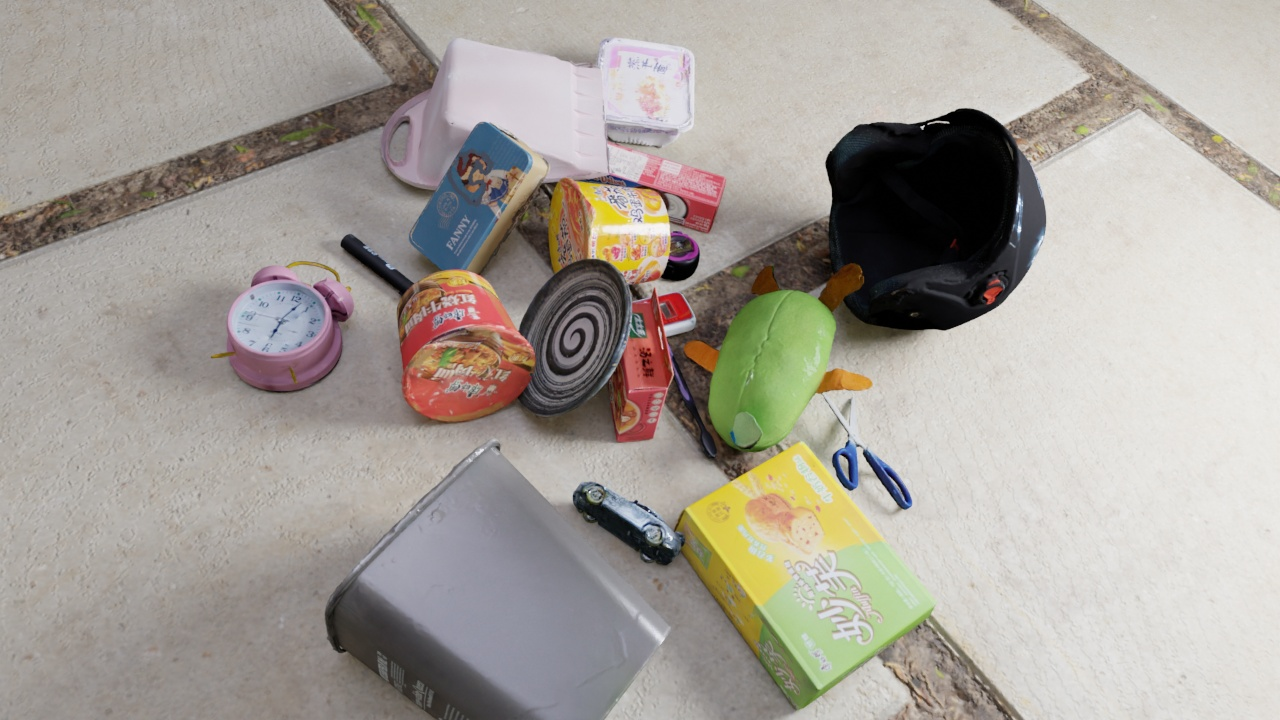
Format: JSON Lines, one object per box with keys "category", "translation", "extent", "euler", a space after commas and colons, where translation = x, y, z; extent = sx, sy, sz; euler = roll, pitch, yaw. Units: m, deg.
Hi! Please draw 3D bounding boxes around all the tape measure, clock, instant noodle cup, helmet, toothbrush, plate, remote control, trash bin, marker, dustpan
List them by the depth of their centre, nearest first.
{"category": "trash bin", "translation": [-0.114, 0.224, 0.769], "extent": [0.220, 0.199, 0.198], "euler": [39, 59, 9]}
{"category": "instant noodle cup", "translation": [-0.190, -0.019, 0.960], "extent": [0.137, 0.138, 0.108], "euler": [-13, 50, -18]}
{"category": "plate", "translation": [-0.070, -0.023, 0.969], "extent": [0.024, 0.180, 0.179], "euler": [26, 43, -41]}
{"category": "clock", "translation": [-0.375, -0.045, 0.984], "extent": [0.117, 0.060, 0.158], "euler": [15, 53, 0]}
{"category": "toothbrush", "translation": [0.048, 0.033, 1.032], "extent": [0.014, 0.017, 0.188], "euler": [-9, 54, -19]}
{"category": "helmet", "translation": [0.344, -0.154, 1.057], "extent": [0.229, 0.276, 0.233], "euler": [9, 60, -37]}
{"category": "marker", "translation": [-0.296, -0.103, 1.063], "extent": [0.132, 0.020, 0.022], "euler": [37, 87, 15]}
{"category": "remote control", "translation": [-0.005, -0.045, 1.066], "extent": [0.135, 0.020, 0.055], "euler": [-14, 55, -16]}
{"category": "instant noodle cup", "translation": [-0.035, -0.144, 1.071], "extent": [0.109, 0.138, 0.138], "euler": [-5, 56, -22]}
{"category": "tape measure", "translation": [0.044, -0.129, 1.124], "extent": [0.057, 0.039, 0.057], "euler": [-10, 57, -16]}
{"category": "dustpan", "translation": [-0.185, -0.298, 1.184], "extent": [0.273, 0.139, 0.222], "euler": [13, 49, -18]}
{"category": "instant noodle cup", "translation": [0.002, -0.364, 1.269], "extent": [0.138, 0.060, 0.173], "euler": [6, 54, -5]}

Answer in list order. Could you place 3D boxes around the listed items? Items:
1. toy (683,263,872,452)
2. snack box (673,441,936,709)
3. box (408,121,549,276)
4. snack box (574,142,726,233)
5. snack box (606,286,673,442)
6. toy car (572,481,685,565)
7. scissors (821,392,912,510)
{"category": "toy", "translation": [0.148, -0.004, 1.011], "extent": [0.227, 0.090, 0.246], "euler": [10, 63, 36]}
{"category": "snack box", "translation": [0.156, 0.202, 0.895], "extent": [0.157, 0.070, 0.210], "euler": [-26, 63, -25]}
{"category": "box", "translation": [-0.189, -0.177, 1.056], "extent": [0.090, 0.059, 0.184], "euler": [37, 101, 17]}
{"category": "snack box", "translation": [0.002, -0.229, 1.176], "extent": [0.207, 0.057, 0.058], "euler": [18, 57, 3]}
{"category": "snack box", "translation": [-0.006, 0.006, 0.969], "extent": [0.044, 0.127, 0.113], "euler": [-3, 55, -12]}
{"category": "toy car", "translation": [-0.013, 0.158, 0.907], "extent": [0.121, 0.054, 0.036], "euler": [29, 59, 12]}
{"category": "scissors", "translation": [0.235, 0.095, 0.988], "extent": [0.162, 0.012, 0.175], "euler": [45, 30, -1]}
